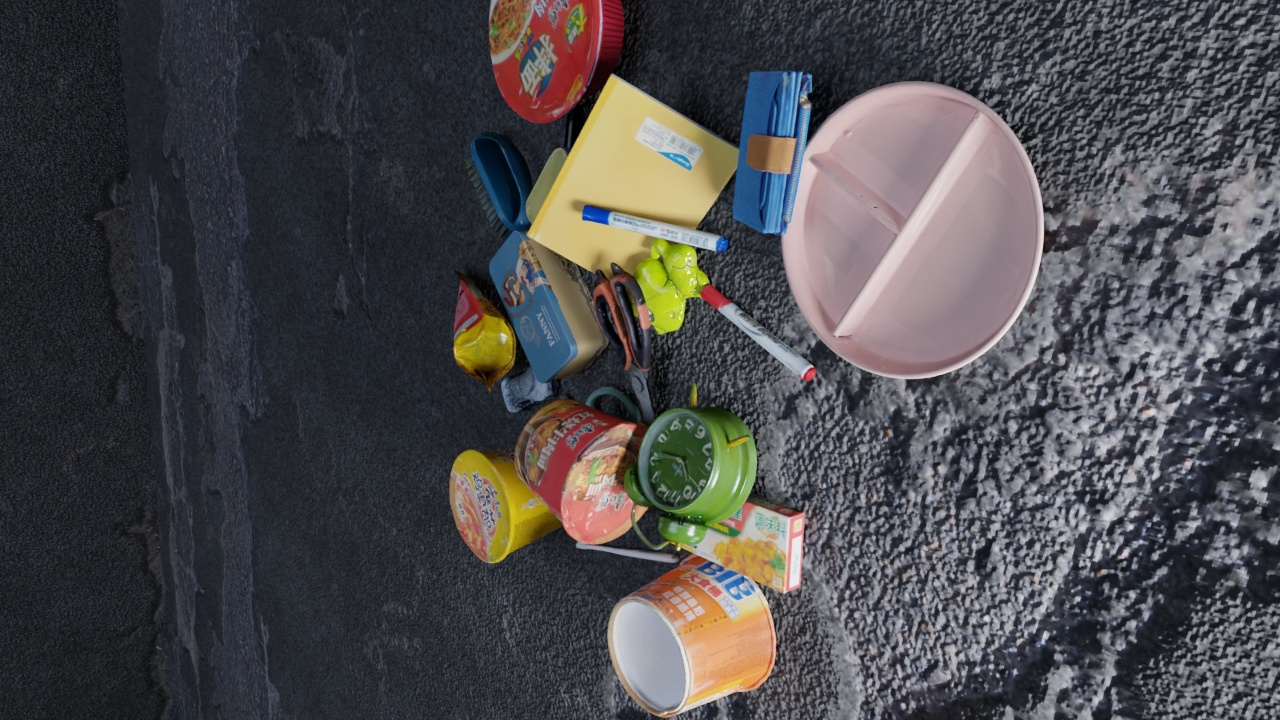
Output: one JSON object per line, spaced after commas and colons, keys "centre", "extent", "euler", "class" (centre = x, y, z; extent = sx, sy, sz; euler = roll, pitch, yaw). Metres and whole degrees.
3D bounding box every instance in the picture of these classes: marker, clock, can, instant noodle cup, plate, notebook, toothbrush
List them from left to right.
{"centre": [-0.154, 0.166, 1.131], "extent": [0.138, 0.109, 0.138], "euler": [14, 109, 46], "class": "instant noodle cup"}
{"centre": [-0.082, -0.349, 0.967], "extent": [0.194, 0.065, 0.194], "euler": [14, 110, 46], "class": "instant noodle cup"}
{"centre": [-0.079, -0.220, 1.028], "extent": [0.022, 0.020, 0.132], "euler": [-142, 54, -58], "class": "marker"}
{"centre": [-0.063, -0.177, 0.970], "extent": [0.057, 0.083, 0.102], "euler": [57, 135, 23], "class": "can"}
{"centre": [-0.060, 0.111, 0.977], "extent": [0.109, 0.137, 0.138], "euler": [27, 118, 42], "class": "instant noodle cup"}
{"centre": [-0.018, 0.217, 1.061], "extent": [0.180, 0.016, 0.016], "euler": [-4, 90, 50], "class": "toothbrush"}
{"centre": [-0.010, -0.160, 0.898], "extent": [0.146, 0.010, 0.207], "euler": [28, 131, -9], "class": "notebook"}
{"centre": [0.013, -0.128, 0.890], "extent": [0.146, 0.016, 0.017], "euler": [14, 113, 11], "class": "marker"}
{"centre": [0.043, 0.114, 0.902], "extent": [0.116, 0.056, 0.161], "euler": [45, 111, 43], "class": "clock"}
{"centre": [0.045, 0.281, 0.929], "extent": [0.151, 0.111, 0.151], "euler": [14, 109, 46], "class": "instant noodle cup"}
{"centre": [0.109, -0.027, 0.861], "extent": [0.145, 0.017, 0.017], "euler": [43, 128, 34], "class": "marker"}
{"centre": [0.208, -0.100, 0.724], "extent": [0.230, 0.028, 0.229], "euler": [12, 106, 46], "class": "plate"}

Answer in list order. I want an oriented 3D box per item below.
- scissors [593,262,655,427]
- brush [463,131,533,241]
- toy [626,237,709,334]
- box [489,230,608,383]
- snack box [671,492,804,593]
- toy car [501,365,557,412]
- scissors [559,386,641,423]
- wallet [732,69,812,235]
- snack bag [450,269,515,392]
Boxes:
{"centre": [-0.012, 0.007, 0.972], "extent": [0.182, 0.015, 0.210], "euler": [46, 143, 25], "class": "scissors"}
{"centre": [-0.160, -0.214, 1.093], "extent": [0.074, 0.055, 0.143], "euler": [-41, 67, 45], "class": "brush"}
{"centre": [0.024, -0.076, 0.928], "extent": [0.100, 0.031, 0.097], "euler": [-16, 107, 35], "class": "toy"}
{"centre": [-0.105, -0.060, 1.061], "extent": [0.090, 0.063, 0.184], "euler": [-45, 64, 45], "class": "box"}
{"centre": [0.093, 0.167, 0.914], "extent": [0.156, 0.027, 0.077], "euler": [14, 107, 46], "class": "snack box"}
{"centre": [-0.141, 0.034, 1.147], "extent": [0.106, 0.031, 0.049], "euler": [-25, 80, 47], "class": "toy car"}
{"centre": [-0.044, 0.106, 1.063], "extent": [0.170, 0.019, 0.174], "euler": [-33, 73, 48], "class": "scissors"}
{"centre": [0.108, -0.179, 0.785], "extent": [0.106, 0.040, 0.133], "euler": [-123, 36, -70], "class": "wallet"}
{"centre": [-0.211, -0.039, 1.159], "extent": [0.208, 0.073, 0.129], "euler": [-140, 42, -66], "class": "snack bag"}
